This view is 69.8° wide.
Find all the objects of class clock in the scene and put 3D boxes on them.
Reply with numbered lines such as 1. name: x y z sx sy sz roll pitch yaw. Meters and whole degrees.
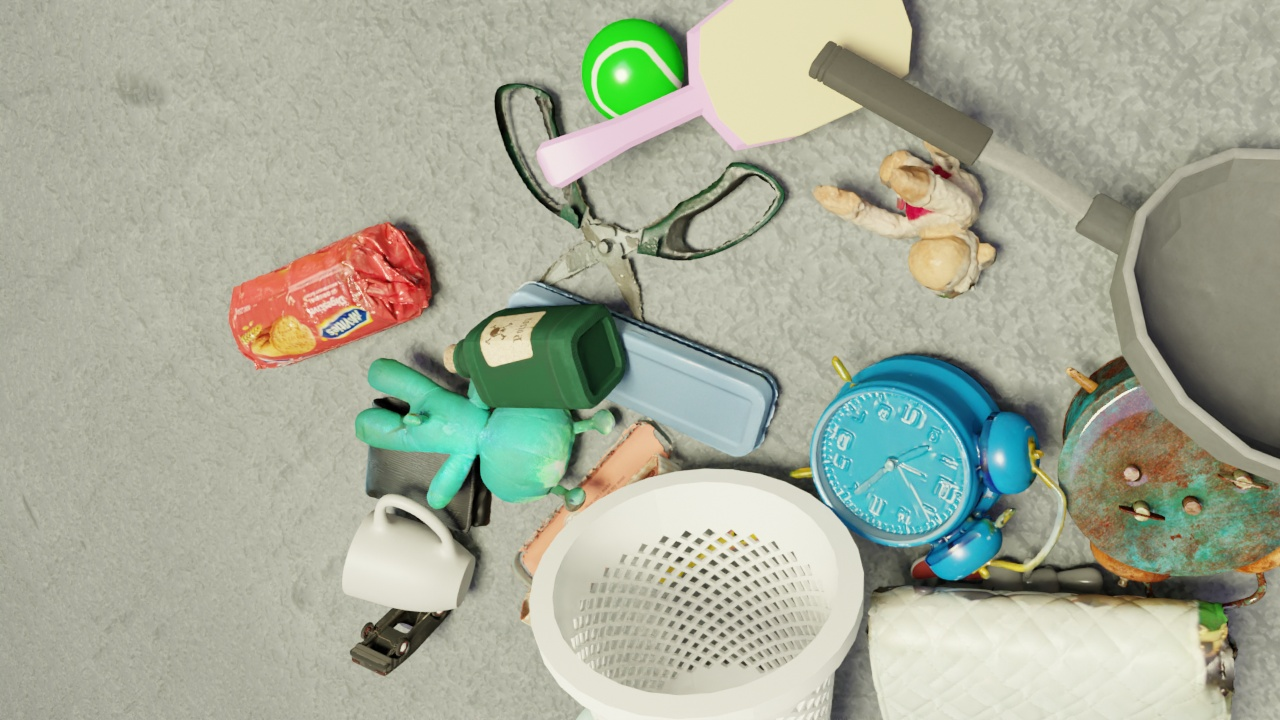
1. clock: 0.303 0.072 0.512 0.121 0.073 0.157 -13 98 26
2. clock: 0.176 0.065 0.558 0.161 0.060 0.117 27 115 31

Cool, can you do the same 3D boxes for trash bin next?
1. trash bin: 0.046 0.209 0.591 0.196 0.194 0.200 4 125 22

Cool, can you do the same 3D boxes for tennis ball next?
1. tennis ball: -0.005 -0.184 0.586 0.065 0.065 0.065 6 105 22

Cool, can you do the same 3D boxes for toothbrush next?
1. toothbrush: 0.067 0.129 0.663 0.136 0.016 0.021 -34 86 24

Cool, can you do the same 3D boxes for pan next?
1. pan: 0.244 -0.066 0.469 0.357 0.041 0.178 33 71 9

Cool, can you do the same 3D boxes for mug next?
1. mug: -0.181 0.153 0.738 0.089 0.071 0.107 15 123 4

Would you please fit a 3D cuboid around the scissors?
1. scissors: -0.015 -0.121 0.631 0.202 0.015 0.202 -25 97 29

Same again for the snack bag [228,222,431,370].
1. snack bag: -0.246 -0.050 0.719 0.177 0.082 0.082 -18 95 25

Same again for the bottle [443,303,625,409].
1. bottle: -0.082 -0.002 0.639 0.131 0.061 0.061 -1 118 32

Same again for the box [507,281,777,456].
1. box: -0.003 0.003 0.657 0.209 0.037 0.066 23 123 19

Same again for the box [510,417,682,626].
1. box: -0.036 0.124 0.691 0.048 0.085 0.187 28 116 -26

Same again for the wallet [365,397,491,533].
1. wallet: -0.175 0.086 0.750 0.115 0.026 0.089 15 110 20

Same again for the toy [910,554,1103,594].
1. toy: 0.232 0.142 0.584 0.112 0.030 0.049 -2 131 21

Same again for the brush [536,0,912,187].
1. brush: 0.045 -0.158 0.537 0.229 0.043 0.089 -24 104 4

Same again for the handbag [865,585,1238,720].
1. handbag: 0.243 0.190 0.556 0.195 0.072 0.139 -3 129 24

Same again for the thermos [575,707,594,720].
1. thermos: 0.041 0.322 0.692 0.207 0.065 0.078 21 83 17

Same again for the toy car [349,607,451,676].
1. toy car: -0.196 0.224 0.758 0.040 0.092 0.037 17 119 20

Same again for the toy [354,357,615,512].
1. toy: -0.120 0.054 0.682 0.193 0.072 0.130 16 88 5

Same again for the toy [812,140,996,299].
1. toy: 0.166 -0.079 0.544 0.106 0.074 0.085 52 150 -18
